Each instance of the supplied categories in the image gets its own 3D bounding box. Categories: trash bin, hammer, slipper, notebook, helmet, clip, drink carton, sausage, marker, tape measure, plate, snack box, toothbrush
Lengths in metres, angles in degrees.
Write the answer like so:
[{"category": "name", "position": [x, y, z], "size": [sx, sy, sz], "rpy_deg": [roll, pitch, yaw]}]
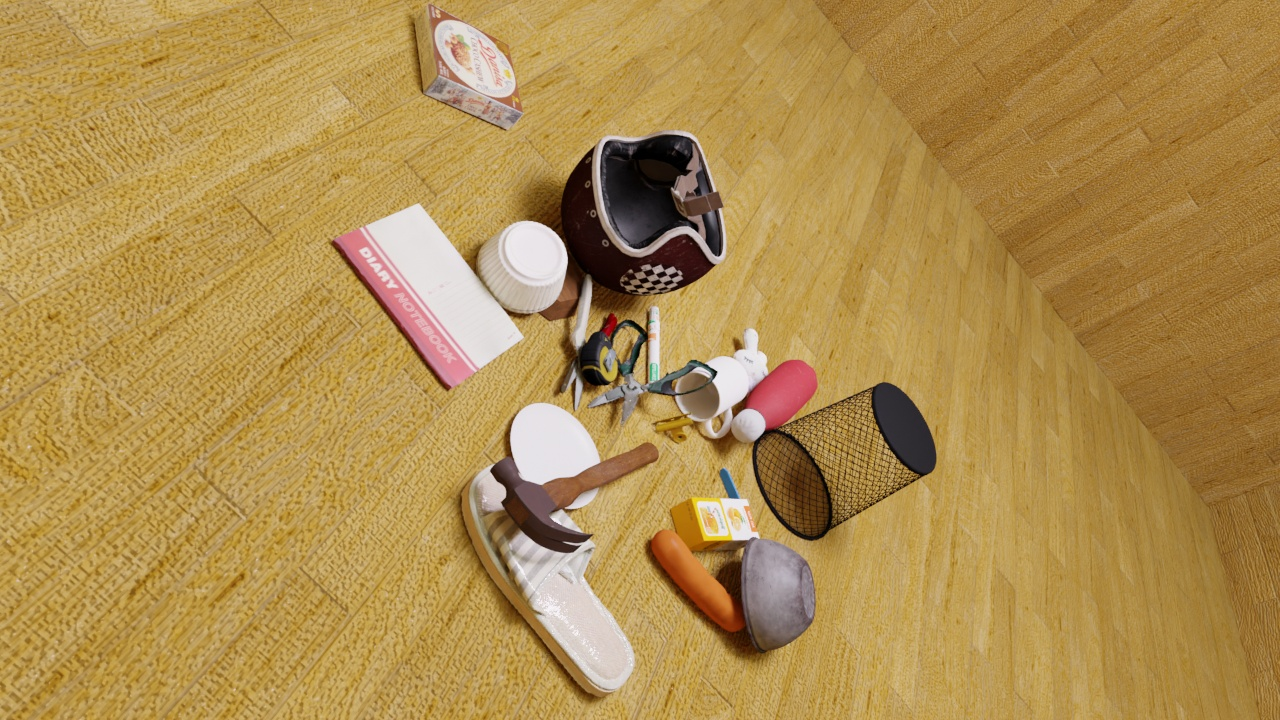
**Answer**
[{"category": "trash bin", "position": [0.307, 0.142, 1.361], "size": [0.184, 0.211, 0.183], "rpy_deg": [29, 43, -32]}, {"category": "hammer", "position": [-0.053, 0.136, 1.051], "size": [0.115, 0.033, 0.322], "rpy_deg": [50, 22, 12]}, {"category": "slipper", "position": [-0.091, 0.229, 0.970], "size": [0.114, 0.054, 0.272], "rpy_deg": [-30, 86, -50]}, {"category": "notebook", "position": [-0.242, -0.079, 1.071], "size": [0.209, 0.012, 0.152], "rpy_deg": [52, 36, -4]}, {"category": "helmet", "position": [0.016, -0.201, 1.255], "size": [0.234, 0.254, 0.232], "rpy_deg": [52, 31, -51]}, {"category": "clip", "position": [0.048, 0.086, 1.258], "size": [0.046, 0.053, 0.037], "rpy_deg": [60, 17, -53]}, {"category": "drink carton", "position": [0.101, 0.216, 1.210], "size": [0.122, 0.040, 0.058], "rpy_deg": [10, 55, -45]}, {"category": "sausage", "position": [0.073, 0.274, 1.131], "size": [0.164, 0.039, 0.044], "rpy_deg": [48, 30, -10]}, {"category": "marker", "position": [0.019, -0.020, 1.323], "size": [0.017, 0.017, 0.145], "rpy_deg": [30, 43, -31]}, {"category": "tape measure", "position": [-0.050, 0.002, 1.183], "size": [0.062, 0.034, 0.061], "rpy_deg": [62, 35, -37]}, {"category": "plate", "position": [-0.123, -0.116, 1.227], "size": [0.131, 0.025, 0.131], "rpy_deg": [29, 43, -32]}, {"category": "plate", "position": [-0.101, 0.113, 1.081], "size": [0.134, 0.011, 0.134], "rpy_deg": [29, 43, -32]}, {"category": "snack box", "position": [-0.245, -0.418, 1.312], "size": [0.146, 0.041, 0.143], "rpy_deg": [15, 51, -42]}, {"category": "toothbrush", "position": [0.149, 0.227, 1.279], "size": [0.014, 0.016, 0.166], "rpy_deg": [-2, 64, -50]}]

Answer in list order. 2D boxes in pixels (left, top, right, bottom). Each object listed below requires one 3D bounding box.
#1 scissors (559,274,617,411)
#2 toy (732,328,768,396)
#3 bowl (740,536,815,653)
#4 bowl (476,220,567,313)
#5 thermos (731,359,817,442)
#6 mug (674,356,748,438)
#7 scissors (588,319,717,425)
[{"category": "scissors", "position": [-0.069, -0.027, 1.212], "size": [0.186, 0.015, 0.179], "rpy_deg": [-5, 86, -64]}, {"category": "toy", "position": [0.178, 0.009, 1.467], "size": [0.079, 0.038, 0.122], "rpy_deg": [49, 39, -30]}, {"category": "bowl", "position": [0.181, 0.296, 1.168], "size": [0.144, 0.067, 0.145], "rpy_deg": [-8, 90, -68]}, {"category": "bowl", "position": [-0.141, -0.123, 1.146], "size": [0.115, 0.063, 0.115], "rpy_deg": [10, 65, -22]}, {"category": "thermos", "position": [0.198, 0.064, 1.383], "size": [0.073, 0.073, 0.239], "rpy_deg": [56, 34, 1]}, {"category": "mug", "position": [0.107, 0.058, 1.327], "size": [0.090, 0.074, 0.110], "rpy_deg": [-25, 108, -54]}, {"category": "scissors", "position": [-0.009, 0.008, 1.241], "size": [0.205, 0.015, 0.179], "rpy_deg": [-20, 56, -34]}]
